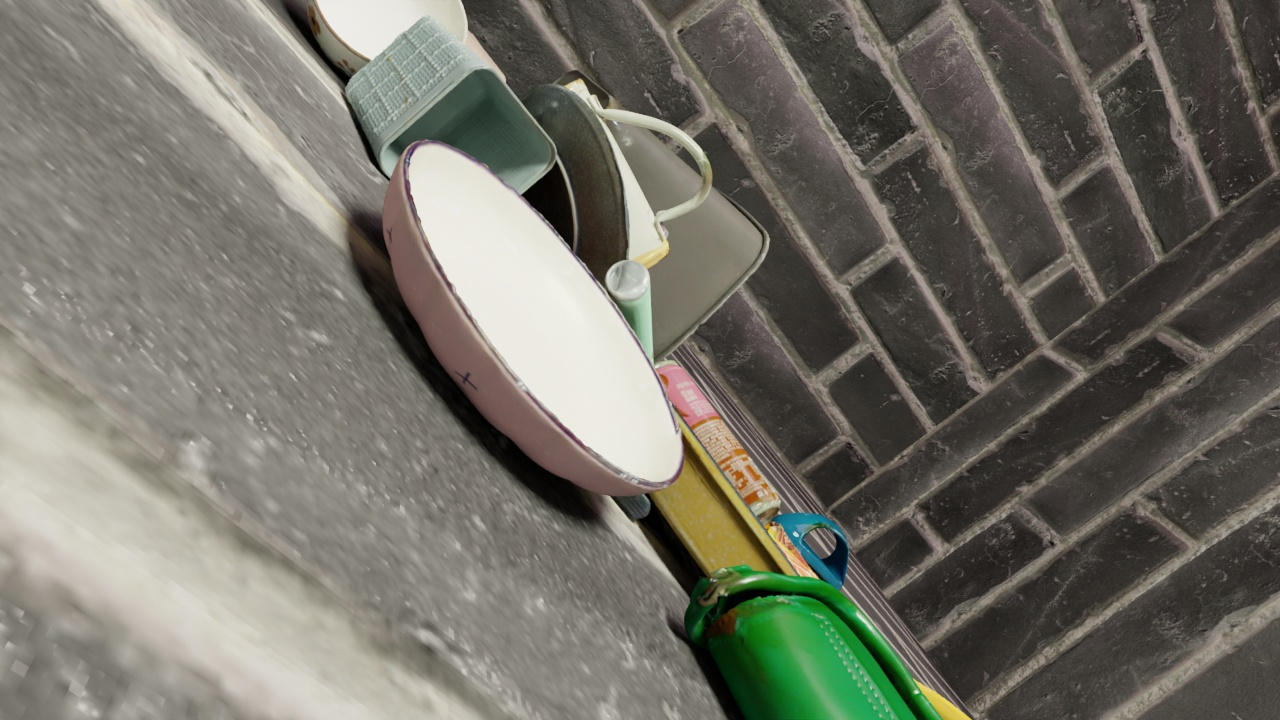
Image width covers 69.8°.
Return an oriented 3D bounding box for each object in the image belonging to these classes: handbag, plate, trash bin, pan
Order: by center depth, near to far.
[{"bbox_3d":[0.083,0.154,0.401,0.120,0.068,0.131,45,8,-47],"label":"handbag"},{"bbox_3d":[-0.052,-0.014,0.426,0.192,0.039,0.192,49,15,-19],"label":"plate"},{"bbox_3d":[0.114,0.153,0.549,0.357,0.078,0.197,53,1,10],"label":"pan"},{"bbox_3d":[-0.065,-0.101,0.643,0.179,0.024,0.180,29,-54,52],"label":"plate"},{"bbox_3d":[-0.037,-0.143,0.743,0.163,0.179,0.063,61,8,-14],"label":"handbag"},{"bbox_3d":[-0.030,-0.144,0.908,0.219,0.199,0.199,39,10,-35],"label":"trash bin"}]

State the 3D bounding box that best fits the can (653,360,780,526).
[{"bbox_3d":[0.047,0.071,0.725,0.147,0.058,0.058,54,5,24],"label":"can"}]

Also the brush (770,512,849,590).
[{"bbox_3d":[0.166,0.187,0.894,0.144,0.073,0.055,46,3,-46],"label":"brush"}]

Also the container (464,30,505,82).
[{"bbox_3d":[-0.191,-0.260,0.779,0.090,0.090,0.111,55,9,27],"label":"container"}]

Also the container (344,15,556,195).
[{"bbox_3d":[-0.128,-0.157,0.598,0.090,0.090,0.111,47,5,-48],"label":"container"}]

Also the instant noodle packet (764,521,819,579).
[{"bbox_3d":[0.122,0.182,0.715,0.111,0.044,0.128,47,6,-6],"label":"instant noodle packet"}]

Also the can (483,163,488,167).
[{"bbox_3d":[-0.072,-0.055,0.561,0.133,0.053,0.053,48,6,-37],"label":"can"}]

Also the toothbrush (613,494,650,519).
[{"bbox_3d":[-0.054,0.012,0.480,0.181,0.015,0.018,52,-1,-9],"label":"toothbrush"}]

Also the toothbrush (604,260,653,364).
[{"bbox_3d":[-0.004,0.004,0.614,0.225,0.027,0.026,86,-10,-63],"label":"toothbrush"}]

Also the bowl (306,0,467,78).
[{"bbox_3d":[-0.191,-0.243,0.673,0.113,0.113,0.062,51,-38,-6],"label":"bowl"}]
